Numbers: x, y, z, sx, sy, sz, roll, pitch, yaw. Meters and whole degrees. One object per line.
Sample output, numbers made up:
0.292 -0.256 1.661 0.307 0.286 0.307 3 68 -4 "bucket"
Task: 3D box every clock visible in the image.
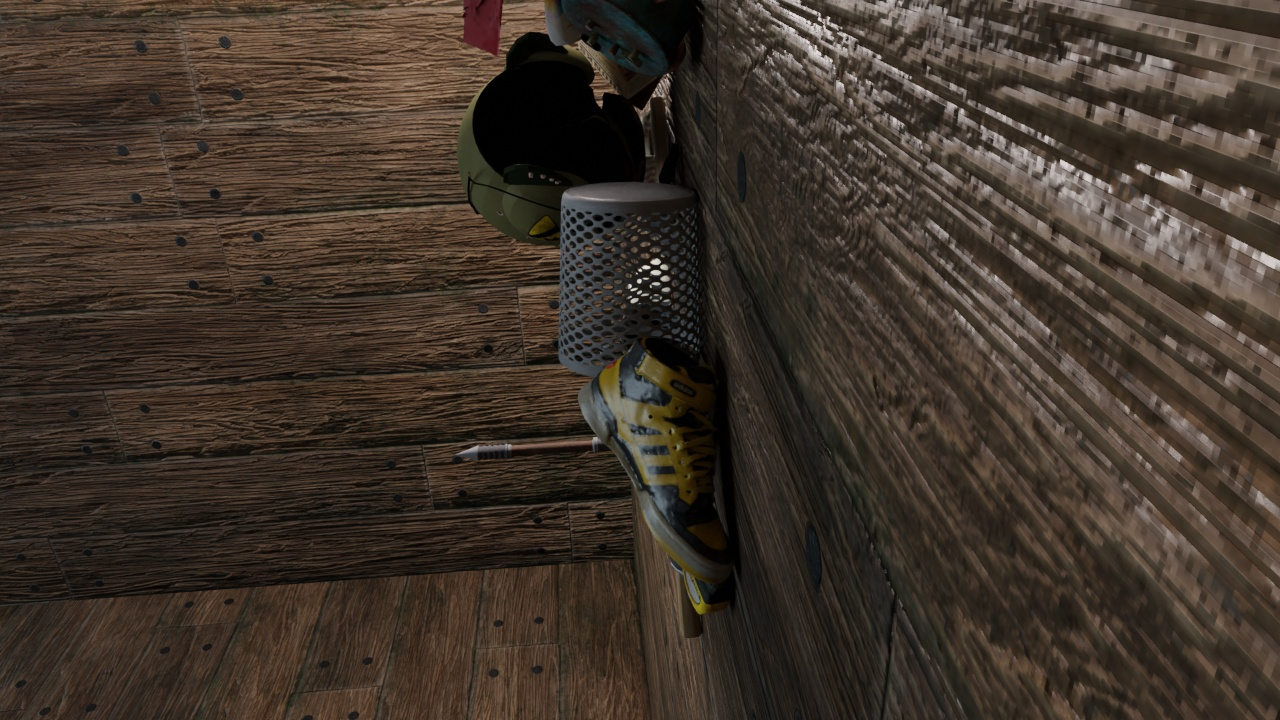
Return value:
-0.011 -0.326 0.896 0.073 0.121 0.157 -58 -12 -5 "clock"

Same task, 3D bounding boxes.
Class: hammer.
-0.103 0.126 1.328 0.156 0.322 0.043 104 162 -81 "hammer"
0.050 0.198 1.193 0.117 0.051 0.323 -132 35 -85 "hammer"

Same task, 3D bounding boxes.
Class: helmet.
-0.094 -0.250 1.120 0.233 0.255 0.250 112 157 -69 "helmet"

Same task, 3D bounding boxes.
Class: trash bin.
-0.012 -0.092 0.986 0.156 0.156 0.183 -102 11 -70 "trash bin"

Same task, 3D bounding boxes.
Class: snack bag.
-0.022 -0.393 1.144 0.094 0.069 0.206 50 171 7 "snack bag"

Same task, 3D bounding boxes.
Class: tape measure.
0.068 0.213 0.900 0.065 0.037 0.064 -115 23 -43 "tape measure"

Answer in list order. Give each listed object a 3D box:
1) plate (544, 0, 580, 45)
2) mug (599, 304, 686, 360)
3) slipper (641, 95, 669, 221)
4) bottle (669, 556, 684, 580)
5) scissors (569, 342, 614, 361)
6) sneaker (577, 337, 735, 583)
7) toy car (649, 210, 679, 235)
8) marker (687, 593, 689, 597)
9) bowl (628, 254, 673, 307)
-0.030 -0.416 0.909 0.186 0.016 0.187 -48 -19 -25 "plate"
0.002 -0.020 1.173 0.071 0.113 0.084 87 162 -68 "mug"
0.010 -0.265 1.290 0.263 0.052 0.115 93 174 -68 "slipper"
0.056 0.212 1.044 0.047 0.047 0.113 -97 4 -48 "bottle"
-0.004 0.006 1.118 0.157 0.171 0.012 40 -116 -58 "scissors"
0.042 0.081 0.862 0.122 0.085 0.238 -49 64 29 "sneaker"
0.027 -0.188 1.159 0.091 0.042 0.036 -96 -3 -52 "toy car"
0.066 0.220 1.093 0.027 0.023 0.133 -47 -43 -64 "marker"
0.014 -0.065 1.392 0.219 0.060 0.188 -104 10 -69 "bowl"
